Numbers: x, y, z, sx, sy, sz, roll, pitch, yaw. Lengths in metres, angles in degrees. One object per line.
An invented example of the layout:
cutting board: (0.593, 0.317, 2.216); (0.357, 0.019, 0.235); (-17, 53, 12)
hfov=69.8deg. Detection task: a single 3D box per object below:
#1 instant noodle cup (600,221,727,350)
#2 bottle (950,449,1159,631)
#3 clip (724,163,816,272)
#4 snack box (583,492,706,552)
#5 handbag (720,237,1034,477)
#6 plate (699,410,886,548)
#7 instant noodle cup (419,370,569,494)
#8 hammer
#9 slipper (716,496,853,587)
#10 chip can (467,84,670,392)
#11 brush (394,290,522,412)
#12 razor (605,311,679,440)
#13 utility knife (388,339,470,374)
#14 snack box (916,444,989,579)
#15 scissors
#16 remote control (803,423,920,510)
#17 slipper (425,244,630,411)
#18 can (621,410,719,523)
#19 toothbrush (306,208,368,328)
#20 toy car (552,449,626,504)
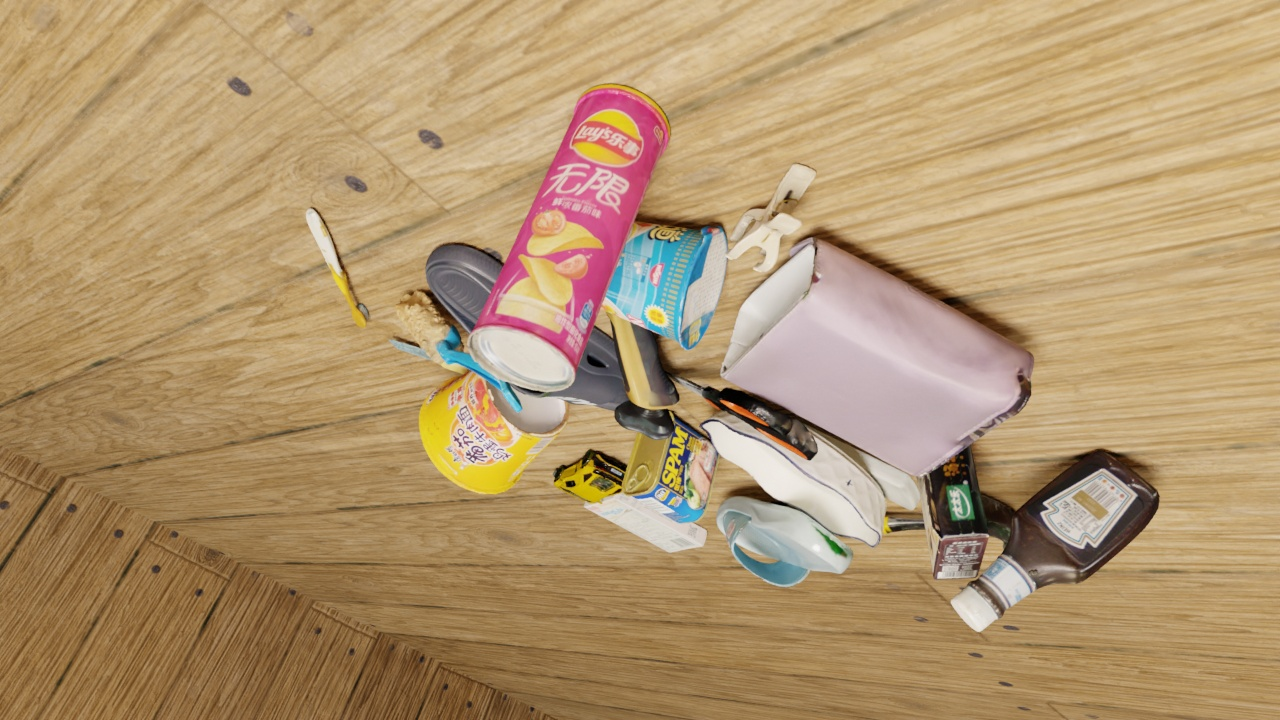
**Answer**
instant noodle cup: (0.002, -0.071, 0.733); (0.110, 0.099, 0.099); (17, 152, 20)
bottle: (0.359, 0.164, 0.808); (0.080, 0.195, 0.044); (48, 174, 41)
clip: (0.096, -0.098, 0.672); (0.034, 0.071, 0.100); (24, 154, -9)
snack box: (0.007, 0.221, 1.277); (0.156, 0.026, 0.085); (32, 149, -22)
handbag: (0.183, -0.005, 0.721); (0.197, 0.098, 0.145); (26, 152, -10)
plate: (0.156, 0.108, 0.915); (0.205, 0.045, 0.205); (36, 169, 8)
instant noodle cup: (-0.151, 0.059, 0.987); (0.138, 0.137, 0.110); (33, 129, -24)
hammer: (0.268, 0.186, 1.060); (0.324, 0.031, 0.126); (-7, 141, 39)
slipper: (0.153, 0.212, 1.031); (0.104, 0.074, 0.246); (38, 166, -10)
chip can: (-0.043, -0.085, 0.604); (0.071, 0.210, 0.071); (15, 150, 9)
brush: (-0.171, -0.007, 0.876); (0.255, 0.045, 0.083); (30, 157, 52)
razor: (-0.005, 0.005, 0.872); (0.067, 0.062, 0.168); (-18, 129, -3)
utility knife: (-0.188, 0.013, 1.051); (0.210, 0.021, 0.031); (14, 146, -3)
snack box: (0.288, 0.131, 0.863); (0.053, 0.113, 0.126); (-5, 146, 9)
scissors: (0.068, 0.027, 0.832); (0.235, 0.021, 0.142); (30, 173, 41)
remote control: (0.205, 0.099, 0.906); (0.150, 0.021, 0.058); (27, 165, 40)
slipper: (-0.110, -0.007, 0.910); (0.268, 0.083, 0.111); (38, 147, -28)
can: (0.036, 0.120, 1.016); (0.083, 0.101, 0.057); (34, 148, -30)
toothbrush: (-0.311, -0.093, 0.951); (0.016, 0.018, 0.192); (12, 148, 9)
toy car: (-0.065, 0.159, 1.203); (0.071, 0.041, 0.156); (31, 150, -19)
